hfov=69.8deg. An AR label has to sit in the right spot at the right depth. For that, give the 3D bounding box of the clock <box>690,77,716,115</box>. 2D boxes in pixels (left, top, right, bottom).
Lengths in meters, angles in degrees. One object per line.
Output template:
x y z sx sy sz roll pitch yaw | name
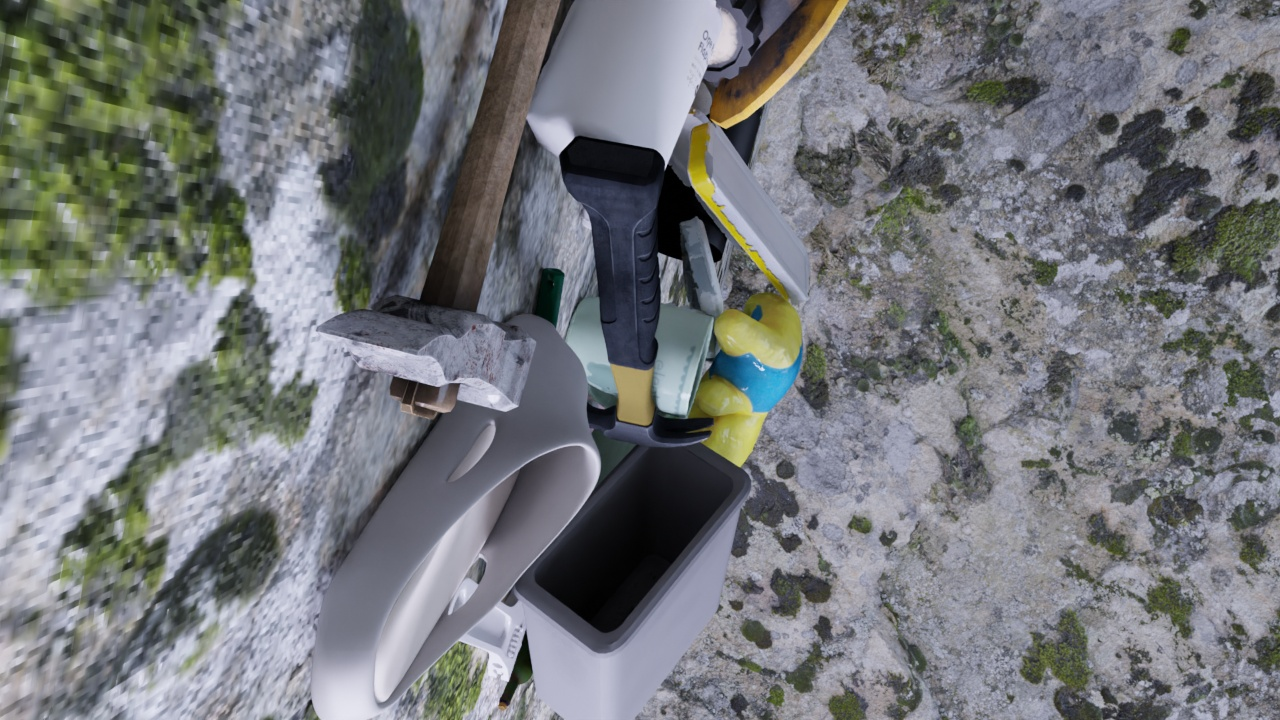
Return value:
0.065 -0.259 0.820 0.156 0.103 0.061 -46 171 -16 | clock

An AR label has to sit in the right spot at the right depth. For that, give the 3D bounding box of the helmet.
0.088 -0.308 0.679 0.206 0.131 0.254 -35 -159 52 | helmet

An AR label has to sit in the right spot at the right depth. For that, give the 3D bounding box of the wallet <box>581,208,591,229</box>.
-0.005 -0.161 0.657 0.118 0.037 0.115 -53 157 -63 | wallet

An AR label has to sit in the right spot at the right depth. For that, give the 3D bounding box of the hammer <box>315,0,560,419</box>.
-0.046 -0.132 0.366 0.121 0.049 0.318 50 54 -78 | hammer

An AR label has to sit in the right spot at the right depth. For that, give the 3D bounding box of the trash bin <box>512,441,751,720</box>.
-0.006 0.194 0.768 0.191 0.097 0.220 -44 154 -31 | trash bin

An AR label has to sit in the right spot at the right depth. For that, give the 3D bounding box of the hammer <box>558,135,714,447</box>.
-0.006 -0.017 0.562 0.334 0.118 0.025 89 15 -64 | hammer

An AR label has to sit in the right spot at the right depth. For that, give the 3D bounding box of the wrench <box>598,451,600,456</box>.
-0.070 0.156 0.796 0.073 0.022 0.274 -58 169 -37 | wrench

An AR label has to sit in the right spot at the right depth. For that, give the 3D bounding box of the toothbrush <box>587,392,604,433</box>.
-0.051 0.054 0.779 0.027 0.027 0.222 -58 -176 35 | toothbrush

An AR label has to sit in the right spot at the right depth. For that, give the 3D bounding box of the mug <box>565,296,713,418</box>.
-0.004 0.004 0.725 0.111 0.104 0.083 97 10 -45 | mug

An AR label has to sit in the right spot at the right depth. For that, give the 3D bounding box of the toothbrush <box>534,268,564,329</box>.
-0.071 0.029 0.610 0.017 0.016 0.190 -54 158 -65 | toothbrush

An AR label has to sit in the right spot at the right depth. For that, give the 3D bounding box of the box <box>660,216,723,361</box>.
0.012 -0.044 0.872 0.215 0.127 0.106 69 4 -75 | box

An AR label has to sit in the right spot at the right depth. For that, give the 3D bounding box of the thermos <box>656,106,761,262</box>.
0.066 -0.205 0.916 0.086 0.086 0.198 73 33 -77 | thermos

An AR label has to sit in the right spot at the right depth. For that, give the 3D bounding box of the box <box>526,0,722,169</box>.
-0.004 -0.174 0.471 0.083 0.092 0.166 52 62 -77 | box

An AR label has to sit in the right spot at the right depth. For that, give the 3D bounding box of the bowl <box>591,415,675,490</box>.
-0.020 0.101 0.905 0.151 0.077 0.151 17 89 -79 | bowl

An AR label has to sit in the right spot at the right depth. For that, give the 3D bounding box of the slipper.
-0.068 0.072 0.464 0.265 0.081 0.113 -63 163 -59 | slipper

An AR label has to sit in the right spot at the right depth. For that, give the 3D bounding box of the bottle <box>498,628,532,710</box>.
-0.104 0.267 0.815 0.105 0.025 0.025 -64 167 -58 | bottle

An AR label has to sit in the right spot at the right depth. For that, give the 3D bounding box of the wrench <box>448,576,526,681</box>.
-0.105 0.181 0.666 0.274 0.018 0.086 85 21 -67 | wrench

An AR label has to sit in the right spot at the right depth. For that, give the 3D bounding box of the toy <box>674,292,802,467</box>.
0.083 0.041 0.854 0.148 0.084 0.214 -33 152 -59 | toy

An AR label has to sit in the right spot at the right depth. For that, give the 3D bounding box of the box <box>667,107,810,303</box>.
0.084 -0.134 0.790 0.057 0.117 0.210 -44 138 6 | box
